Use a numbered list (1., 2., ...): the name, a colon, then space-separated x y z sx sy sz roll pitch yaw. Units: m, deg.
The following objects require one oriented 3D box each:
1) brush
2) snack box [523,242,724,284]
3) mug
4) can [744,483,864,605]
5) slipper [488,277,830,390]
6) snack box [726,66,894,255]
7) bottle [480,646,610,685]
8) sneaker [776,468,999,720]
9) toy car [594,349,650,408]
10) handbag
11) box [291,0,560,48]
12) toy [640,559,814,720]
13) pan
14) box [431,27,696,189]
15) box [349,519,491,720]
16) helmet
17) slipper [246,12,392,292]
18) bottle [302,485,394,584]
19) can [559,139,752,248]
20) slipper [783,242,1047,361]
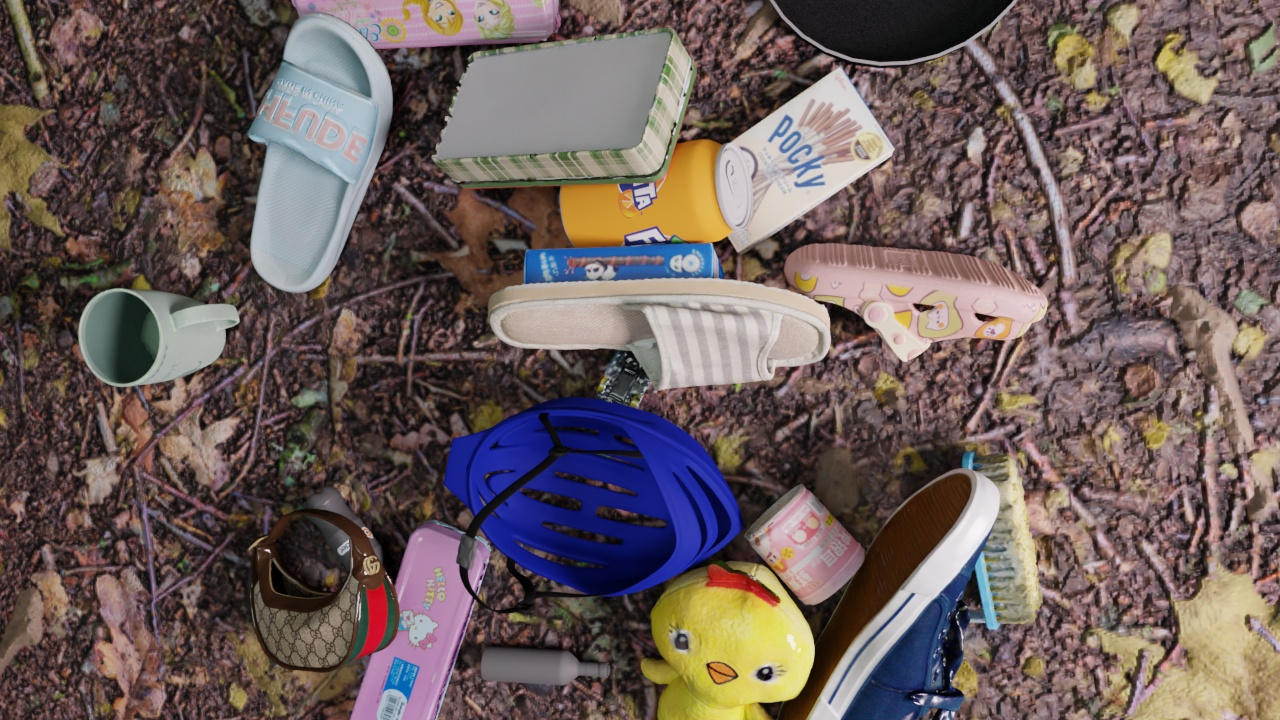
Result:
1. brush: 0.268 0.140 0.731 0.075 0.055 0.136 -10 91 33
2. snack box: -0.011 -0.068 0.752 0.151 0.087 0.034 -1 81 11
3. mug: -0.418 -0.027 0.825 0.111 0.104 0.084 -18 89 12
4. can: 0.134 0.150 0.748 0.067 0.067 0.076 -44 84 10
5. slipper: 0.012 -0.020 0.724 0.273 0.115 0.054 5 59 4
6. snack box: 0.122 -0.162 0.754 0.150 0.026 0.082 -34 86 12
7. bottle: -0.083 0.272 0.815 0.113 0.030 0.030 0 93 11
8. sneaker: 0.218 0.223 0.708 0.127 0.120 0.295 22 111 -1
9. toy car: -0.005 0.005 0.786 0.039 0.027 0.089 28 82 7
10. handbag: -0.290 0.201 0.818 0.167 0.063 0.138 -9 88 35
11. box: -0.182 -0.324 0.797 0.230 0.076 0.085 1 130 10
12. toy: 0.068 0.244 0.752 0.134 0.092 0.208 21 111 13
13. pan: 0.208 -0.410 0.719 0.225 0.034 0.356 6 94 10
14. box: -0.063 -0.195 0.727 0.206 0.050 0.117 2 69 30
15. box: -0.200 0.252 0.835 0.076 0.036 0.214 20 96 6
16. helmet: -0.043 0.118 0.699 0.241 0.227 0.148 15 104 6
17. slipper: -0.289 -0.174 0.799 0.104 0.074 0.246 21 105 5
18. bottle: -0.264 0.166 0.840 0.036 0.036 0.110 -40 85 10
19. can: 0.011 -0.129 0.733 0.143 0.079 0.079 -3 92 28
20. slipper: 0.209 -0.043 0.721 0.197 0.093 0.082 11 115 12
